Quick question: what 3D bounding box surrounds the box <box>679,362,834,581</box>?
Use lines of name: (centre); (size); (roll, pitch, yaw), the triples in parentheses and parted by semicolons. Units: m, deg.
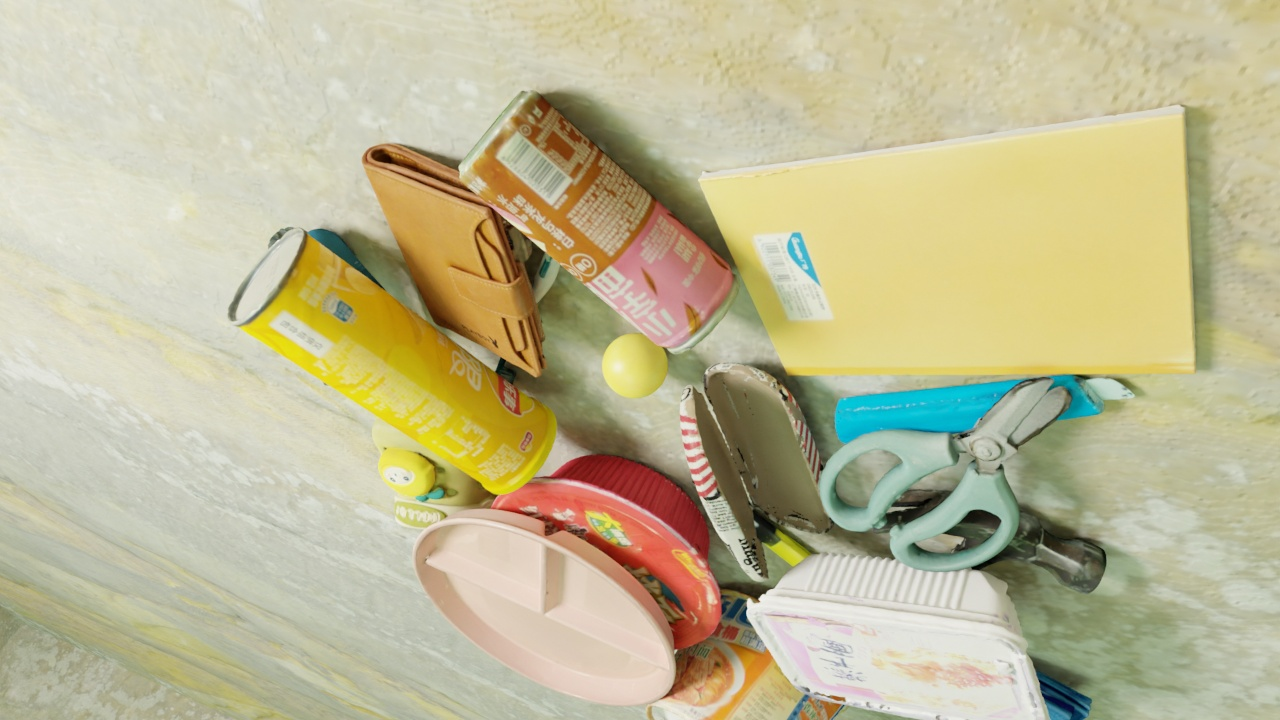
box: (0.063, 0.078, 0.575); (0.076, 0.087, 0.163); (18, 149, 37)

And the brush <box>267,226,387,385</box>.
brush: (-0.201, -0.030, 0.632); (0.073, 0.055, 0.144); (11, 141, 16)

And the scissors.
scissors: (0.156, 0.052, 0.510); (0.130, 0.019, 0.186); (18, 133, 14)

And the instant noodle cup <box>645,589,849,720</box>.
instant noodle cup: (0.083, 0.285, 0.768); (0.151, 0.111, 0.152); (32, 148, 22)

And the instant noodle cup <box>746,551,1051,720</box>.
instant noodle cup: (0.172, 0.180, 0.602); (0.174, 0.060, 0.138); (0, 137, 33)

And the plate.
plate: (-0.075, 0.196, 0.727); (0.230, 0.028, 0.230); (16, 136, 16)

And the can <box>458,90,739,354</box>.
can: (-0.020, -0.068, 0.468); (0.147, 0.057, 0.058); (40, 142, -17)

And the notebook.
notebook: (0.144, -0.043, 0.439); (0.207, 0.010, 0.146); (-1, 136, 33)

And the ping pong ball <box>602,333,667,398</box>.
ping pong ball: (-0.003, 0.003, 0.562); (0.040, 0.040, 0.040); (17, 143, 13)

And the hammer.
hammer: (0.188, 0.183, 0.675); (0.126, 0.031, 0.324); (24, 145, 3)

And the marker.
marker: (0.086, 0.120, 0.676); (0.124, 0.015, 0.018); (40, 142, -12)

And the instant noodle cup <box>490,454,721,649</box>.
instant noodle cup: (-0.020, 0.139, 0.710); (0.194, 0.065, 0.194); (16, 136, 15)

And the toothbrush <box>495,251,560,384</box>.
toothbrush: (-0.073, -0.024, 0.594); (0.018, 0.016, 0.192); (21, 146, -10)

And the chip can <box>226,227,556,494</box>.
chip can: (-0.151, 0.008, 0.588); (0.072, 0.071, 0.213); (-13, 139, 42)

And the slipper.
slipper: (-0.161, 0.106, 0.758); (0.092, 0.081, 0.191); (4, 141, 25)

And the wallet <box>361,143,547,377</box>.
wallet: (-0.105, -0.057, 0.543); (0.108, 0.031, 0.132); (27, 149, 29)

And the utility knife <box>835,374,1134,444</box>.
utility knife: (0.178, 0.026, 0.497); (0.160, 0.018, 0.034); (-10, 131, 38)

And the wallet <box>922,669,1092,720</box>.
wallet: (0.276, 0.270, 0.722); (0.106, 0.040, 0.133); (26, 145, 15)
